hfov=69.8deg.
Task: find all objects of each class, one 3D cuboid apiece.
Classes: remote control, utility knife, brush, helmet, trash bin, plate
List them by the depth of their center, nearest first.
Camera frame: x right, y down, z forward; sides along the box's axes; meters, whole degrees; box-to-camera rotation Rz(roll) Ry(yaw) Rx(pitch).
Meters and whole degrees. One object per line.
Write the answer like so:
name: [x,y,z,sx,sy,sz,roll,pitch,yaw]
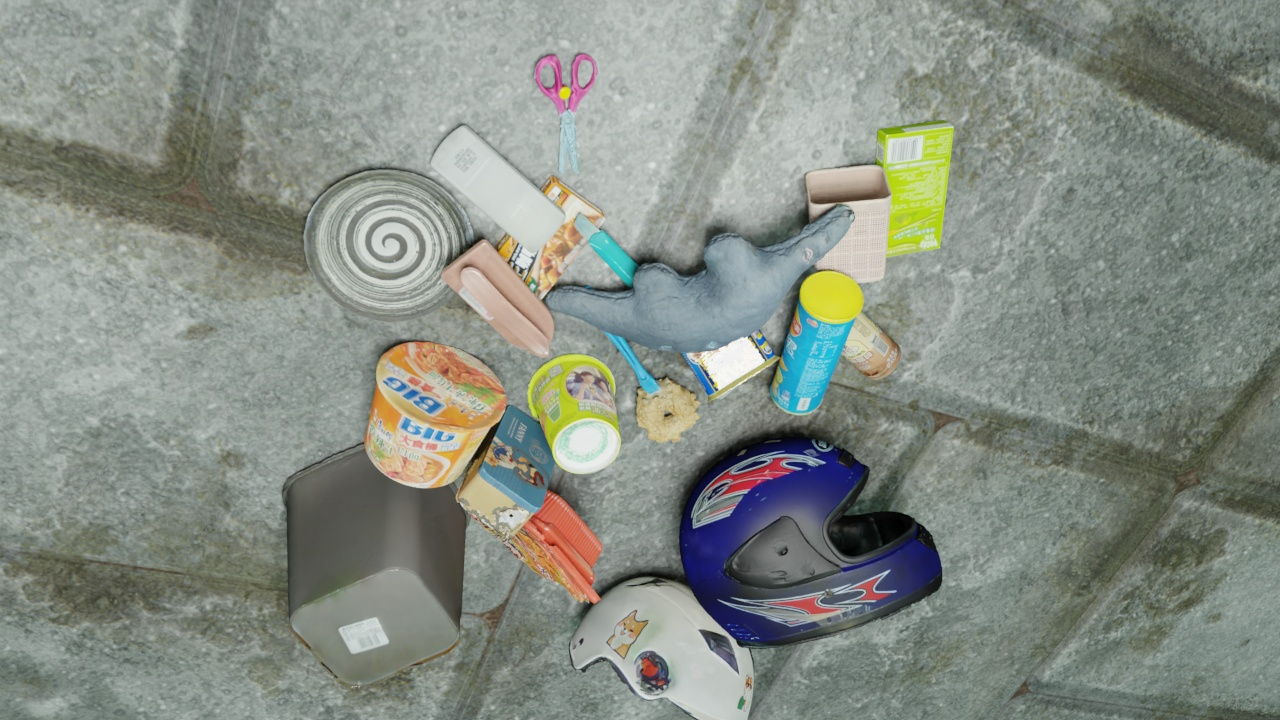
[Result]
remote control: [-0.151,-0.182,0.976,0.150,0.021,0.058,41,107,-15]
plate: [-0.271,-0.125,1.000,0.179,0.024,0.180,-5,122,-9]
brush: [-0.148,-0.062,1.006,0.063,0.073,0.145,-36,122,9]
utility knife: [-0.019,-0.112,1.059,0.029,0.013,0.182,-37,133,11]
trash bin: [-0.315,0.243,1.097,0.198,0.219,0.199,-23,125,1]
brush: [-0.007,0.007,1.139,0.083,0.045,0.255,-30,119,10]
helmet: [0.203,0.216,1.187,0.316,0.247,0.240,-19,93,11]
helmet: [0.046,0.391,1.275,0.230,0.274,0.156,36,72,-56]

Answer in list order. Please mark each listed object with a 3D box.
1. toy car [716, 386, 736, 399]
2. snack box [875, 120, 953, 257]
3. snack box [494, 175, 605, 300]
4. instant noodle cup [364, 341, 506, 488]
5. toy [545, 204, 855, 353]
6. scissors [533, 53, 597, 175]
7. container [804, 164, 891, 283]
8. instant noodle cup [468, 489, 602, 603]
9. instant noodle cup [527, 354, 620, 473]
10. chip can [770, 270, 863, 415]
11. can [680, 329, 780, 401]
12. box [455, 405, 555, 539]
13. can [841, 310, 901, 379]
toy car: [0.119,0.012,1.172,0.091,0.034,0.043,-43,117,12]
snack box: [0.322,-0.202,1.094,0.085,0.026,0.156,-10,122,-7]
snack box: [-0.115,-0.126,1.034,0.075,0.026,0.154,32,109,-27]
instant noodle cup: [-0.243,0.067,1.057,0.151,0.151,0.112,15,124,-22]
toy: [0.076,-0.077,1.036,0.357,0.091,0.138,-17,119,14]
scissors: [-0.069,-0.260,0.974,0.073,0.017,0.137,-19,128,-13]
container: [0.239,-0.153,1.059,0.090,0.089,0.111,-4,126,8]
instant noodle cup: [-0.126,0.221,1.176,0.079,0.189,0.164,-48,126,-21]
instant noodle cup: [-0.075,0.070,1.105,0.111,0.123,0.112,-6,122,-10]
chip can: [0.208,-0.016,1.105,0.071,0.071,0.211,-9,148,-9]
can: [0.105,-0.011,1.121,0.102,0.057,0.083,-33,91,6]
box: [-0.154,0.127,1.096,0.090,0.184,0.061,37,113,-14]
can: [0.277,-0.027,1.170,0.116,0.058,0.059,36,107,-29]
